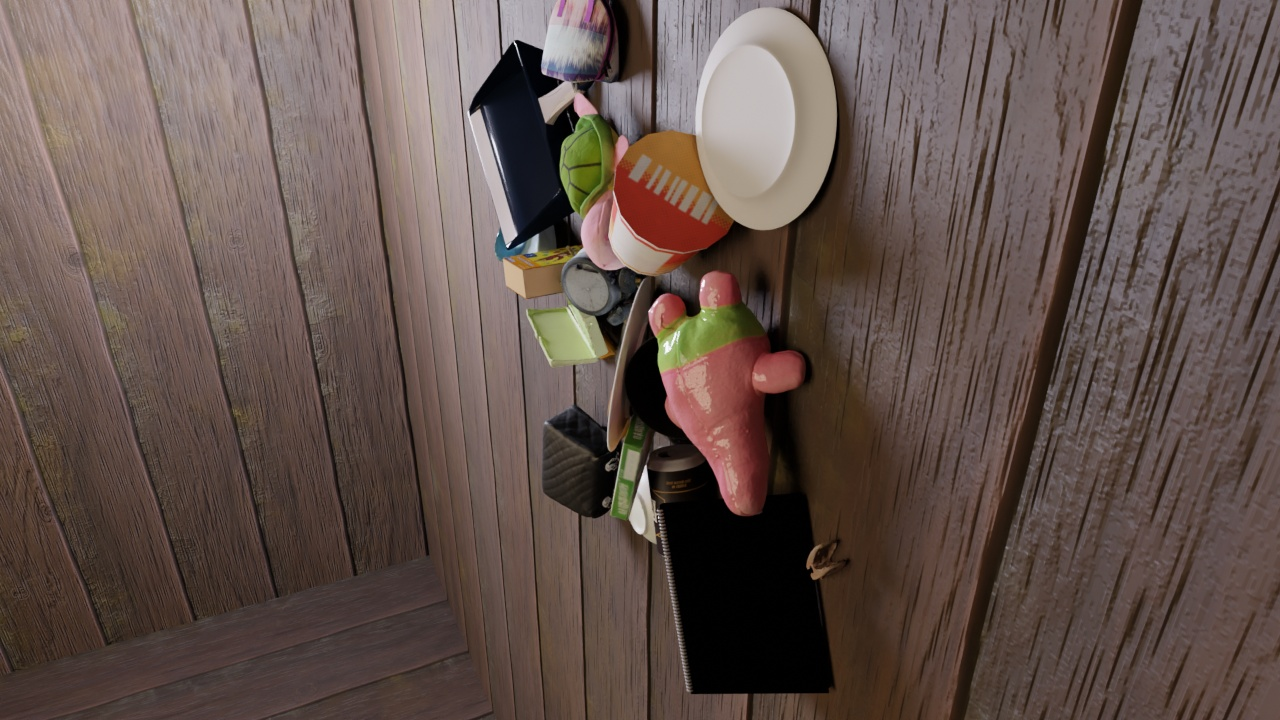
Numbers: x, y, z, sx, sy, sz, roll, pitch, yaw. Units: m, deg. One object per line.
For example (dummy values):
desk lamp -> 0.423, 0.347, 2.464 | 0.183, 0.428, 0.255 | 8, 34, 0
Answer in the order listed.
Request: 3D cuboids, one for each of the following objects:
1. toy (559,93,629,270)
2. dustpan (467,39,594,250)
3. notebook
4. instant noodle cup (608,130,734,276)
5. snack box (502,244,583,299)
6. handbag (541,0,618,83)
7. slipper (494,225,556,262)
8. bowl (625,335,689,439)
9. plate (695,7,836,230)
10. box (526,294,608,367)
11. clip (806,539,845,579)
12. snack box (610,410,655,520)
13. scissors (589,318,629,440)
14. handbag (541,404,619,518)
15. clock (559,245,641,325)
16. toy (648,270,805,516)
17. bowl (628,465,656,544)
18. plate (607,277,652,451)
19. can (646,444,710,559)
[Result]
toy -> -0.049, -0.212, 1.110 | 0.190, 0.087, 0.238 | 114, 145, -63
dustpan -> -0.146, -0.317, 1.263 | 0.274, 0.080, 0.236 | -24, 76, 32
notebook -> 0.104, 0.241, 0.936 | 0.016, 0.149, 0.207 | -31, -67, -71
instant noodle cup -> 0.023, -0.150, 0.940 | 0.121, 0.123, 0.123 | 132, 123, -73
snack box -> -0.114, -0.123, 1.259 | 0.088, 0.125, 0.040 | -147, 49, -60
handbag -> -0.066, -0.419, 1.082 | 0.144, 0.067, 0.170 | 35, 127, 49
slipper -> -0.180, -0.185, 1.400 | 0.245, 0.074, 0.104 | -113, 41, -57
bowl -> 0.050, 0.019, 1.008 | 0.052, 0.124, 0.124 | -55, -37, -67
plate -> 0.098, -0.209, 0.807 | 0.189, 0.016, 0.189 | 24, 119, 53
box -> -0.101, -0.067, 1.291 | 0.188, 0.091, 0.083 | -127, 38, -58
clip -> 0.173, 0.188, 0.874 | 0.062, 0.024, 0.045 | 137, 118, -68
snack box -> 0.001, 0.087, 1.105 | 0.167, 0.027, 0.132 | -70, -7, -47
scissors -> -0.038, 0.003, 1.290 | 0.225, 0.016, 0.226 | -125, 33, -43
handbag -> -0.077, 0.153, 1.409 | 0.125, 0.114, 0.154 | 32, 131, 29
clock -> -0.044, -0.097, 1.180 | 0.129, 0.052, 0.090 | 29, 130, 16
toy -> 0.083, 0.036, 0.904 | 0.193, 0.096, 0.236 | -22, 80, 49
bowl -> 0.020, 0.188, 1.188 | 0.114, 0.063, 0.113 | 168, 90, -67
plate -> -0.006, 0.006, 1.082 | 0.208, 0.015, 0.208 | 14, -92, -84
can -> 0.049, 0.171, 1.098 | 0.072, 0.071, 0.128 | -162, 62, -65
